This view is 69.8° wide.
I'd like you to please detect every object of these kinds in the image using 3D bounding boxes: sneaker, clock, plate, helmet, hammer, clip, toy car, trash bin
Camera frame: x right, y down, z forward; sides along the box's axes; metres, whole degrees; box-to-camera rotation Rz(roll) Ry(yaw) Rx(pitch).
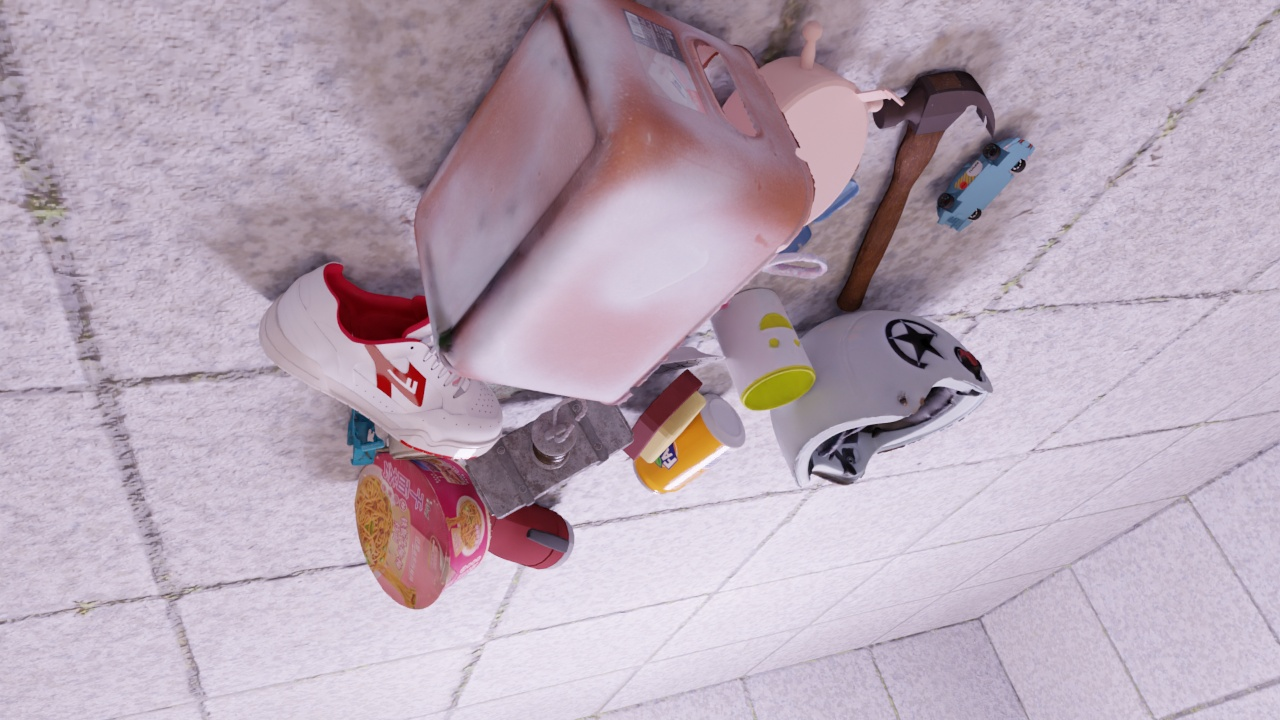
[{"bbox_3d":[-0.194,-0.002,0.789,0.104,0.090,0.236,-38,124,24],"label":"sneaker"},{"bbox_3d":[0.120,-0.159,0.714,0.161,0.086,0.131,-48,144,16],"label":"clock"},{"bbox_3d":[-0.006,0.006,0.962,0.188,0.016,0.188,-10,176,-1],"label":"plate"},{"bbox_3d":[0.268,0.029,1.073,0.263,0.163,0.237,-7,153,-34],"label":"helmet"},{"bbox_3d":[0.246,-0.148,0.895,0.115,0.033,0.324,-11,150,-11],"label":"hammer"},{"bbox_3d":[-0.283,0.064,0.935,0.027,0.103,0.121,-1,153,-23],"label":"clip"},{"bbox_3d":[-0.205,0.077,0.940,0.092,0.054,0.141,3,168,-45],"label":"clock"},{"bbox_3d":[0.331,-0.178,0.896,0.060,0.027,0.108,8,131,-40],"label":"toy car"},{"bbox_3d":[-0.038,-0.105,0.649,0.157,0.181,0.261,9,141,-37],"label":"trash bin"},{"bbox_3d":[-0.087,0.082,0.896,0.176,0.079,0.327,-29,175,-10],"label":"hammer"}]

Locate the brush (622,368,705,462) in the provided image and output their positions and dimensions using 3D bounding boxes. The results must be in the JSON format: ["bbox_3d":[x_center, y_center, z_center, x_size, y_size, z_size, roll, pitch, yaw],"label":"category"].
[{"bbox_3d":[0.029,0.071,1.061,0.082,0.042,0.174,-44,173,-22],"label":"brush"}]

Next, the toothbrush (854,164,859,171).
[{"bbox_3d":[0.137,-0.187,0.780,0.166,0.016,0.016,10,136,-44],"label":"toothbrush"}]

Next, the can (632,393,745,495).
[{"bbox_3d":[0.061,0.109,1.170,0.079,0.079,0.143,13,138,-43],"label":"can"}]

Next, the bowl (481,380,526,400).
[{"bbox_3d":[-0.150,-0.002,0.899,0.157,0.038,0.158,-14,150,-9],"label":"bowl"}]

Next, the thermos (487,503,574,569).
[{"bbox_3d":[-0.162,0.225,1.217,0.108,0.084,0.198,8,164,33],"label":"thermos"}]

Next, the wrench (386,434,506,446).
[{"bbox_3d":[-0.165,0.097,1.083,0.272,0.018,0.066,4,144,-34],"label":"wrench"}]

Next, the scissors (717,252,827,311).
[{"bbox_3d":[0.106,-0.089,0.891,0.173,0.013,0.171,-6,158,2],"label":"scissors"}]

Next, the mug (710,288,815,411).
[{"bbox_3d":[0.129,-0.011,0.978,0.082,0.106,0.083,-15,150,-9],"label":"mug"}]

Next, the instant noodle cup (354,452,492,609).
[{"bbox_3d":[-0.243,0.185,1.045,0.077,0.178,0.179,-11,154,-47],"label":"instant noodle cup"}]

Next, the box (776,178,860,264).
[{"bbox_3d":[0.095,-0.144,0.825,0.208,0.021,0.126,8,139,-41],"label":"box"}]
